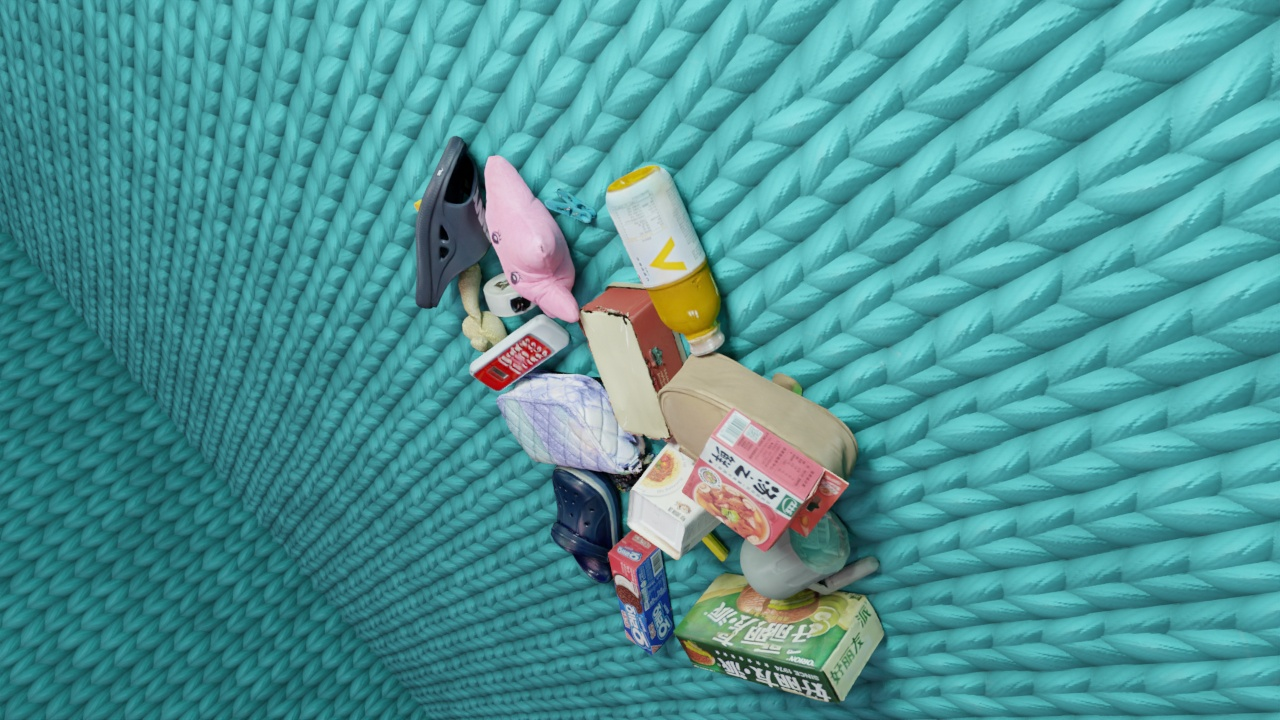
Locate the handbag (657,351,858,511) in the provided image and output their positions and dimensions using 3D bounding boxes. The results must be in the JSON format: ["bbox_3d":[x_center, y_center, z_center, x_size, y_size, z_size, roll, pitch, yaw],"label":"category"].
[{"bbox_3d":[0.121,0.075,0.936,0.204,0.099,0.148,31,149,23],"label":"handbag"}]

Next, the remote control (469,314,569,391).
[{"bbox_3d":[-0.151,-0.008,1.144,0.136,0.020,0.056,-32,128,26],"label":"remote control"}]

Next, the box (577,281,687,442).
[{"bbox_3d":[-0.006,0.006,1.015,0.091,0.079,0.168,8,128,42],"label":"box"}]

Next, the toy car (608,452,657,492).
[{"bbox_3d":[-0.001,0.143,1.178,0.106,0.031,0.049,-9,112,48],"label":"toy car"}]

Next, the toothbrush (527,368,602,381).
[{"bbox_3d":[-0.084,0.023,1.171,0.189,0.014,0.017,7,140,44],"label":"toothbrush"}]

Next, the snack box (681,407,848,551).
[{"bbox_3d":[0.113,0.121,0.865,0.127,0.044,0.113,34,143,12],"label":"snack box"}]

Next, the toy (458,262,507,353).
[{"bbox_3d":[-0.200,-0.050,1.191,0.105,0.066,0.157,-129,19,-65],"label":"toy"}]

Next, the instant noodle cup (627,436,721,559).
[{"bbox_3d":[0.053,0.149,1.049,0.116,0.124,0.117,31,141,23],"label":"instant noodle cup"}]

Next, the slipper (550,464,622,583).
[{"bbox_3d":[-0.087,0.238,1.312,0.105,0.095,0.253,21,140,29],"label":"slipper"}]

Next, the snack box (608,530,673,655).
[{"bbox_3d":[0.004,0.343,1.343,0.058,0.057,0.208,24,139,35],"label":"snack box"}]

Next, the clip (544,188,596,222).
[{"bbox_3d":[-0.073,-0.163,0.975,0.055,0.038,0.013,29,143,15],"label":"clip"}]

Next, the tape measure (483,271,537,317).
[{"bbox_3d":[-0.153,-0.081,1.099,0.066,0.065,0.034,14,132,39],"label":"tape measure"}]

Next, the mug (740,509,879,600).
[{"bbox_3d":[0.189,0.220,1.024,0.124,0.083,0.104,24,145,-12],"label":"mug"}]

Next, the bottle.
[{"bbox_3d":[0.030,-0.093,0.892,0.068,0.067,0.189,-1,122,47],"label":"bottle"}]

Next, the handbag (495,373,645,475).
[{"bbox_3d":[-0.090,0.081,1.174,0.194,0.075,0.134,2,129,51],"label":"handbag"}]

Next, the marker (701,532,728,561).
[{"bbox_3d":[0.070,0.208,1.171,0.124,0.015,0.018,49,152,-11],"label":"marker"}]

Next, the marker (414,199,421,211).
[{"bbox_3d":[-0.253,-0.152,1.185,0.018,0.015,0.124,-1,125,49],"label":"marker"}]

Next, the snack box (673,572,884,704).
[{"bbox_3d":[0.163,0.330,1.113,0.241,0.114,0.063,-5,120,49],"label":"snack box"}]

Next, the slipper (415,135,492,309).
[{"bbox_3d":[-0.214,-0.153,1.086,0.083,0.110,0.269,16,144,-7],"label":"slipper"}]

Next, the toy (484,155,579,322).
[{"bbox_3d":[-0.120,-0.128,0.988,0.194,0.074,0.179,65,169,-9],"label":"toy"}]
